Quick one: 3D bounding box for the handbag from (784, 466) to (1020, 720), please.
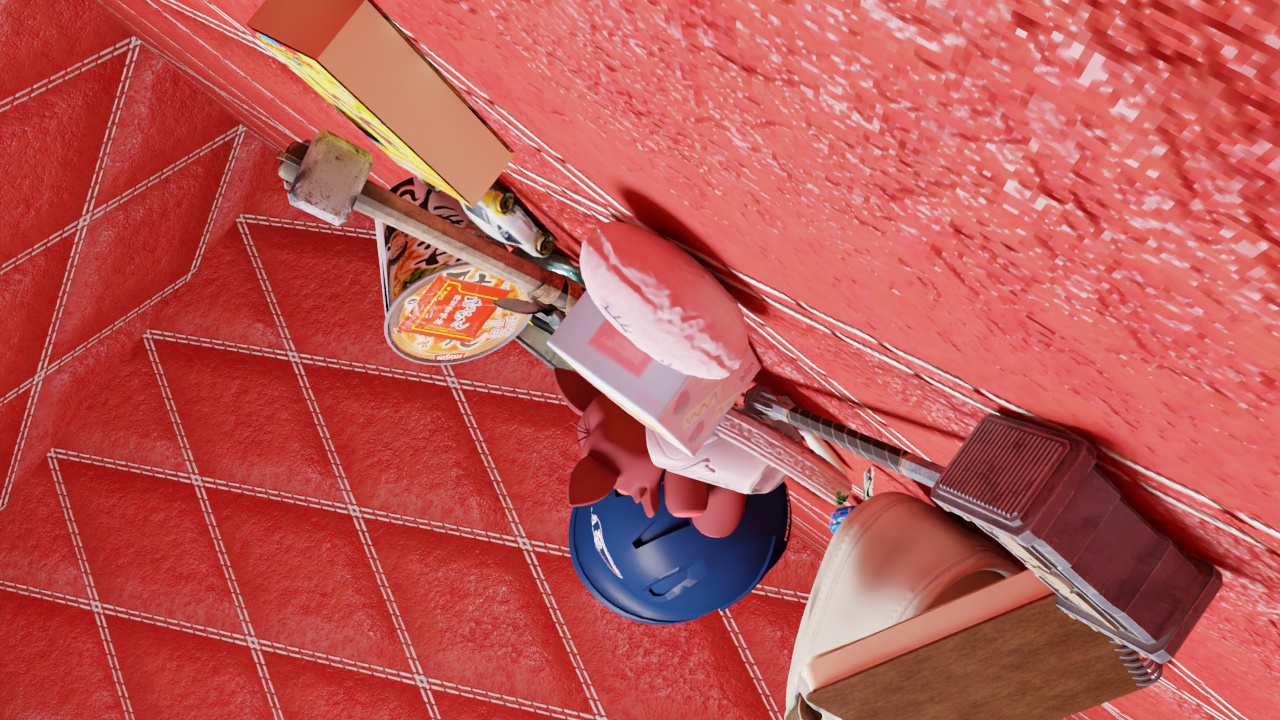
[{"bbox_3d":[0.187,0.189,0.664,0.228,0.184,0.132,21,-167,-40],"label":"handbag"}]

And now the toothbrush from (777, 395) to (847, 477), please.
[{"bbox_3d":[0.134,0.063,0.710,0.022,0.015,0.154,-4,152,30],"label":"toothbrush"}]

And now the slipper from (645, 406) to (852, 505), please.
[{"bbox_3d":[0.035,0.052,0.665,0.239,0.064,0.094,29,-178,19],"label":"slipper"}]

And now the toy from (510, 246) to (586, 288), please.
[{"bbox_3d":[-0.075,-0.075,0.803,0.085,0.033,0.105,21,173,15],"label":"toy"}]

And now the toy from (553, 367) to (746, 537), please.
[{"bbox_3d":[0.011,0.087,0.902,0.197,0.158,0.121,9,143,-24],"label":"toy"}]

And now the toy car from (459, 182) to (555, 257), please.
[{"bbox_3d":[-0.105,-0.108,0.694,0.048,0.033,0.105,32,174,32],"label":"toy car"}]

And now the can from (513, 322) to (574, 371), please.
[{"bbox_3d":[-0.098,-0.034,1.063,0.090,0.074,0.090,38,175,4],"label":"can"}]

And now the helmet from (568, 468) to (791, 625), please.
[{"bbox_3d":[0.036,0.184,1.068,0.223,0.273,0.232,28,-142,-64],"label":"helmet"}]

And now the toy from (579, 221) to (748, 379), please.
[{"bbox_3d":[0.009,-0.037,0.486,0.108,0.053,0.105,38,-170,-22],"label":"toy"}]

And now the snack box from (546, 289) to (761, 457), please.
[{"bbox_3d":[0.011,-0.003,0.586,0.093,0.079,0.095,35,175,25],"label":"snack box"}]

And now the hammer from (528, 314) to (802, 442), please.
[{"bbox_3d":[-0.005,0.005,0.819,0.325,0.034,0.170,27,171,17],"label":"hammer"}]

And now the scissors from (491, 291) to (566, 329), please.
[{"bbox_3d":[-0.064,-0.046,0.737,0.136,0.019,0.137,25,-154,-17],"label":"scissors"}]

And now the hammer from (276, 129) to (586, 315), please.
[{"bbox_3d":[-0.099,-0.069,0.649,0.318,0.049,0.121,25,-179,-28],"label":"hammer"}]

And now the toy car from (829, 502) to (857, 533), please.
[{"bbox_3d":[0.203,0.139,0.916,0.033,0.062,0.092,-14,171,23],"label":"toy car"}]

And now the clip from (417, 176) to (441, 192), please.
[{"bbox_3d":[-0.154,-0.146,0.707,0.023,0.044,0.076,40,174,-20],"label":"clip"}]

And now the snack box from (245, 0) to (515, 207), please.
[{"bbox_3d":[-0.143,-0.150,0.516,0.088,0.040,0.126,33,173,39],"label":"snack box"}]

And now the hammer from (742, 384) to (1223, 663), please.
[{"bbox_3d":[0.126,0.048,0.481,0.098,0.044,0.322,39,175,-20],"label":"hammer"}]

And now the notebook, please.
[{"bbox_3d":[0.211,0.184,0.541,0.225,0.168,0.024,42,-155,-45],"label":"notebook"}]

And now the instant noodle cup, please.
[{"bbox_3d":[-0.164,-0.082,0.762,0.123,0.124,0.121,45,-163,-58],"label":"instant noodle cup"}]
